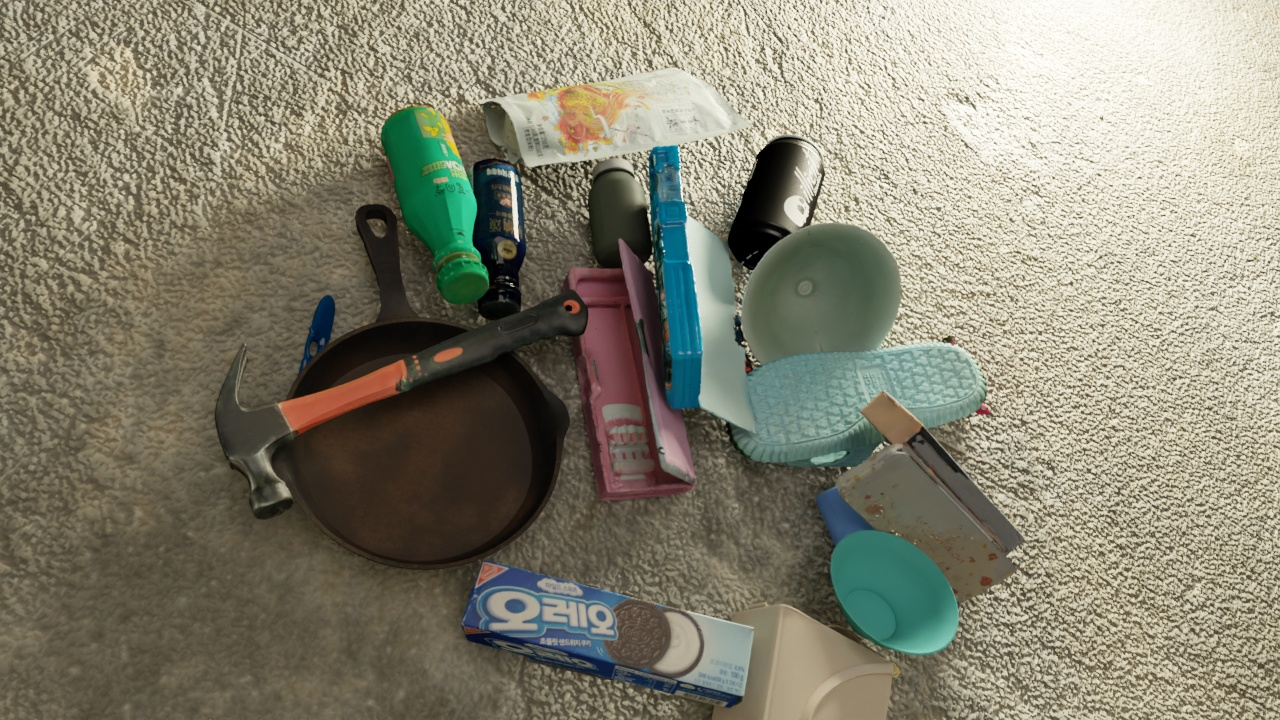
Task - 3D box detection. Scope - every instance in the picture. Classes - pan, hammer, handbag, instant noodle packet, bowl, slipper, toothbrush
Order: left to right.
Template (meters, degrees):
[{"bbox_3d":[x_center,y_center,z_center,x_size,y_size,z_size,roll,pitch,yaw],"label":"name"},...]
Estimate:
[{"bbox_3d":[-0.286,-0.002,0.793,0.021,0.016,0.132,38,51,-42],"label":"toothbrush"},{"bbox_3d":[-0.202,0.016,0.799,0.248,0.043,0.355,-8,63,-24],"label":"pan"},{"bbox_3d":[-0.182,0.007,0.767,0.332,0.033,0.133,-23,70,-31],"label":"hammer"},{"bbox_3d":[-0.028,-0.269,0.988,0.268,0.057,0.147,-18,52,-25],"label":"instant noodle packet"},{"bbox_3d":[0.176,-0.067,0.950,0.174,0.174,0.068,9,24,-17],"label":"bowl"},{"bbox_3d":[0.158,0.324,0.769,0.197,0.102,0.194,28,58,-20],"label":"handbag"},{"bbox_3d":[0.215,0.045,0.929,0.276,0.070,0.115,-10,65,-9],"label":"slipper"},{"bbox_3d":[0.213,0.214,0.810,0.121,0.046,0.121,13,43,-13],"label":"bowl"}]

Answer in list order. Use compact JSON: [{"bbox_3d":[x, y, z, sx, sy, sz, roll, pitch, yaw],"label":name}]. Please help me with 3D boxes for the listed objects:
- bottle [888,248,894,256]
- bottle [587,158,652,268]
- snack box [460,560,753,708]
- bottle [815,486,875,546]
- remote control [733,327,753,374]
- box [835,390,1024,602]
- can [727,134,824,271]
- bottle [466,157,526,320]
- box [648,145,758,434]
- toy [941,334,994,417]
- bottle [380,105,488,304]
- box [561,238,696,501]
[{"bbox_3d":[0.240,-0.086,1.018,0.042,0.043,0.109,44,60,3],"label":"bottle"},{"bbox_3d":[-0.022,-0.149,0.938,0.060,0.060,0.108,1,65,-20],"label":"bottle"},{"bbox_3d":[-0.026,0.219,0.731,0.226,0.059,0.059,13,60,3],"label":"snack box"},{"bbox_3d":[0.214,0.183,0.874,0.048,0.048,0.131,-13,71,-25],"label":"bottle"},{"bbox_3d":[0.069,-0.043,0.945,0.045,0.021,0.140,-18,78,-29],"label":"remote control"},{"bbox_3d":[0.279,0.125,0.877,0.216,0.095,0.107,42,34,-27],"label":"box"},{"bbox_3d":[0.150,-0.171,1.001,0.080,0.080,0.145,25,59,-8],"label":"can"},{"bbox_3d":[-0.139,-0.117,0.881,0.056,0.056,0.160,2,65,-20],"label":"bottle"},{"bbox_3d":[0.045,-0.061,0.874,0.064,0.174,0.243,-16,55,17],"label":"box"},{"bbox_3d":[0.341,0.025,0.998,0.050,0.065,0.102,-33,82,2],"label":"toy"},{"bbox_3d":[-0.186,-0.143,0.844,0.068,0.068,0.209,-8,56,-24],"label":"bottle"},{"bbox_3d":[-0.002,0.004,0.850,0.099,0.099,0.232,-1,66,-20],"label":"box"}]
